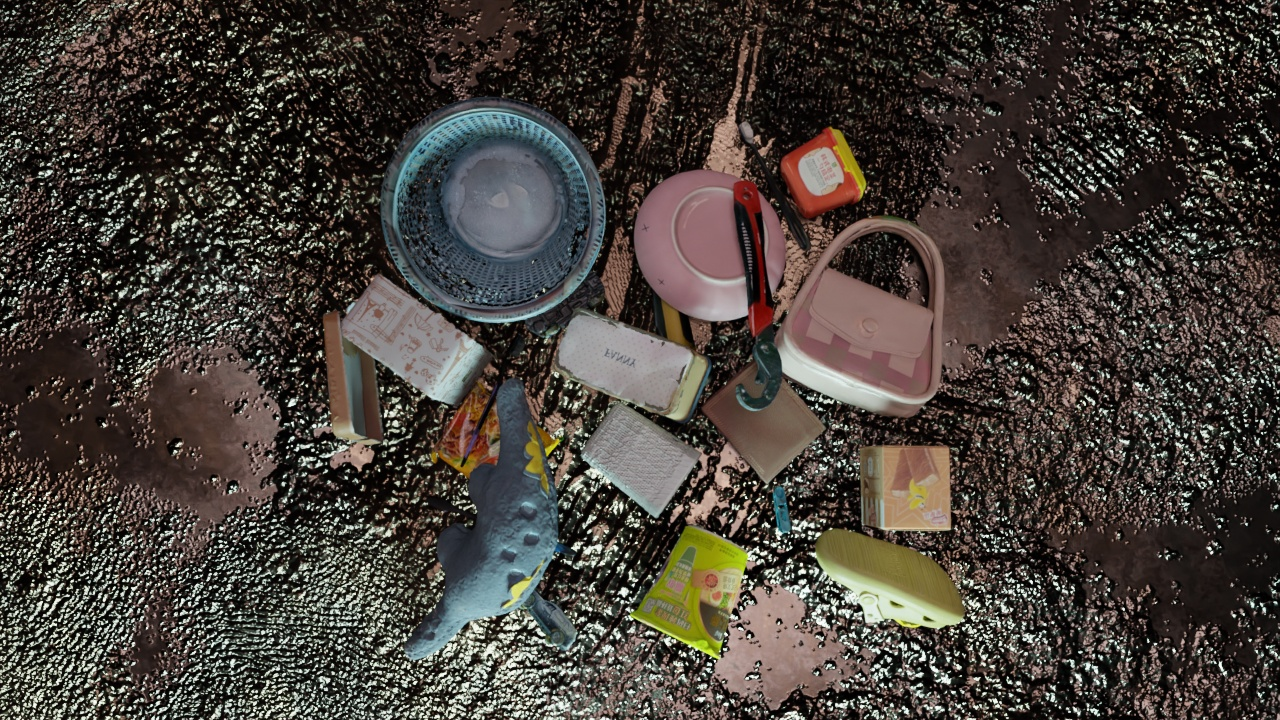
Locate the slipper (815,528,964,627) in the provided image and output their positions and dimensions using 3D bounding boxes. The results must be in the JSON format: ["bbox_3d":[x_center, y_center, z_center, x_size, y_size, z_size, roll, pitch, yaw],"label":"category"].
[{"bbox_3d":[0.280,0.260,1.069,0.190,0.091,0.082,23,124,-8],"label":"slipper"}]

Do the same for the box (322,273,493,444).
[{"bbox_3d":[-0.283,0.017,1.019,0.153,0.182,0.177,33,84,2],"label":"box"}]

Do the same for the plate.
[{"bbox_3d":[0.089,-0.144,1.093,0.192,0.039,0.192,3,76,-14],"label":"plate"}]

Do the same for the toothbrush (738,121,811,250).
[{"bbox_3d":[0.167,-0.216,1.138,0.015,0.018,0.181,-27,87,-7],"label":"toothbrush"}]

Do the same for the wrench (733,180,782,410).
[{"bbox_3d":[0.132,-0.078,1.060,0.056,0.016,0.273,1,79,-17],"label":"wrench"}]

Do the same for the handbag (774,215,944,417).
[{"bbox_3d":[0.278,-0.063,1.099,0.193,0.093,0.234,23,77,0],"label":"handbag"}]

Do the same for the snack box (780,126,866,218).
[{"bbox_3d":[0.218,-0.223,1.110,0.080,0.082,0.091,-25,85,6],"label":"snack box"}]

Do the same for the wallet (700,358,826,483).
[{"bbox_3d":[0.146,0.070,1.103,0.101,0.032,0.124,-42,86,-2],"label":"wallet"}]

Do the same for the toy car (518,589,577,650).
[{"bbox_3d":[-0.110,0.297,1.066,0.034,0.043,0.090,-40,86,-19],"label":"toy car"}]

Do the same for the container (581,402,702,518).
[{"bbox_3d":[-0.001,0.112,1.065,0.114,0.090,0.090,36,84,5],"label":"container"}]

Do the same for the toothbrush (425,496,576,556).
[{"bbox_3d":[-0.165,0.197,1.090,0.189,0.016,0.014,20,75,-2],"label":"toothbrush"}]

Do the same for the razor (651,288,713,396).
[{"bbox_3d":[0.045,-0.033,1.099,0.068,0.062,0.167,-17,78,29],"label":"razor"}]

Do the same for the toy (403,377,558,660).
[{"bbox_3d":[-0.164,0.202,1.027,0.138,0.091,0.357,28,102,16],"label":"toy"}]

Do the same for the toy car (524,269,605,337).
[{"bbox_3d":[-0.092,-0.068,1.107,0.105,0.031,0.049,-34,83,-7],"label":"toy car"}]

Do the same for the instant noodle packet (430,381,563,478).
[{"bbox_3d":[-0.171,0.104,1.083,0.128,0.044,0.110,34,88,1],"label":"instant noodle packet"}]

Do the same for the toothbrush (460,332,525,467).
[{"bbox_3d":[-0.171,0.044,1.067,0.016,0.014,0.188,34,55,-23],"label":"toothbrush"}]

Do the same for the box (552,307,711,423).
[{"bbox_3d":[-0.006,0.006,1.054,0.184,0.061,0.090,23,88,24],"label":"box"}]

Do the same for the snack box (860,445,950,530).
[{"bbox_3d":[0.306,0.147,1.066,0.077,0.093,0.094,1,84,-2],"label":"snack box"}]

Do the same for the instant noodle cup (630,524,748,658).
[{"bbox_3d":[0.064,0.258,1.047,0.111,0.112,0.123,26,77,1],"label":"instant noodle cup"}]

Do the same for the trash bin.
[{"bbox_3d":[-0.155,-0.171,1.019,0.226,0.195,0.227,-1,104,-4],"label":"trash bin"}]

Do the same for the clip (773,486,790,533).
[{"bbox_3d":[0.168,0.178,1.096,0.014,0.040,0.056,-5,77,-3],"label":"clip"}]
